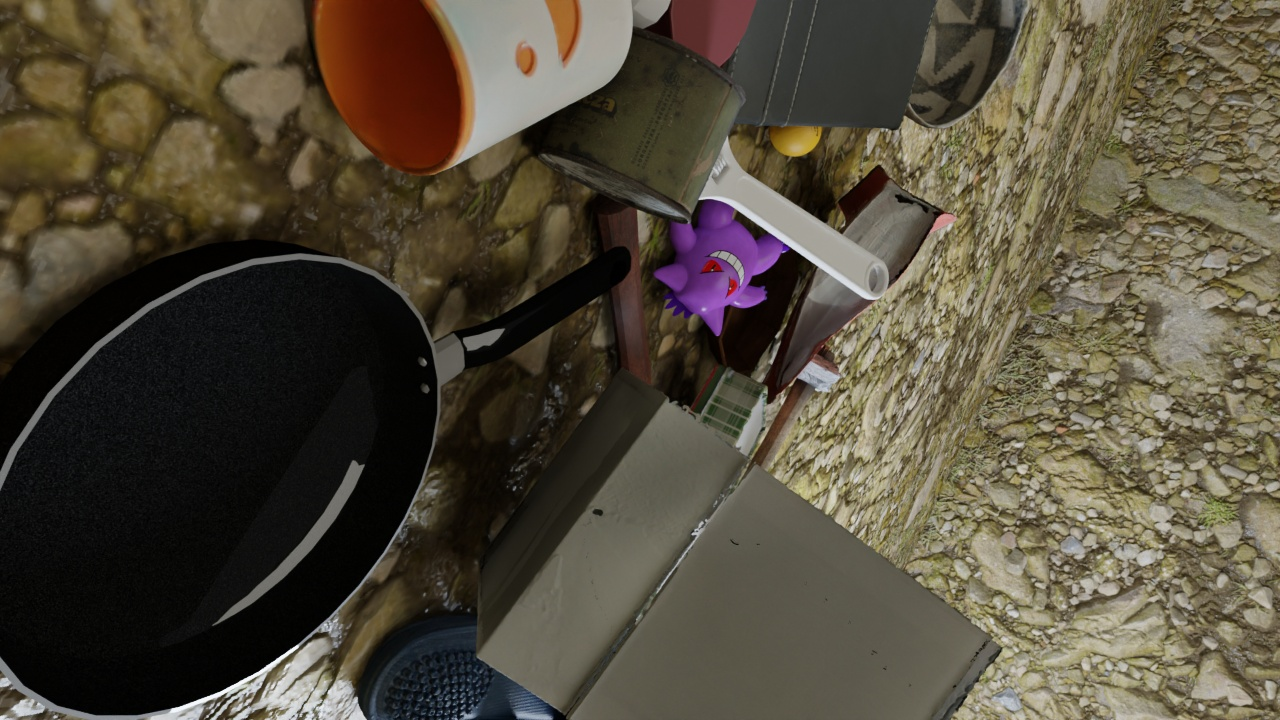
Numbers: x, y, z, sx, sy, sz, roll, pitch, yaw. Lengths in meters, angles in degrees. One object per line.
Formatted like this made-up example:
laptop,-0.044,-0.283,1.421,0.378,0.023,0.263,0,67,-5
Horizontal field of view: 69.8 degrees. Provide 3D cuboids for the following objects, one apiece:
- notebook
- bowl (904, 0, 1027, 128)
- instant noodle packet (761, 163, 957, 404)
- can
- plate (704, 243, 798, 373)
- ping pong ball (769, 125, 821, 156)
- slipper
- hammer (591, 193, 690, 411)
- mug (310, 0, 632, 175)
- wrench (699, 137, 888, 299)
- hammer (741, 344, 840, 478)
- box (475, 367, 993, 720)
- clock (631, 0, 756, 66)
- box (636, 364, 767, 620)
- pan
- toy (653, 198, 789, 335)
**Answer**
notebook,0.139,-0.247,0.647,0.208,0.029,0.170,-12,123,-41
bowl,0.251,-0.299,0.793,0.178,0.081,0.179,-21,128,-30
instant noodle packet,0.171,-0.049,0.835,0.221,0.084,0.164,-57,180,-1
can,0.001,-0.125,0.488,0.089,0.090,0.074,19,96,-63
plate,0.094,-0.050,0.795,0.131,0.025,0.131,-42,146,-38
ping pong ball,0.120,-0.179,0.713,0.040,0.040,0.040,-42,145,-38
slipper,-0.065,0.227,0.631,0.263,0.082,0.101,23,94,-49
hammer,-0.004,0.004,0.663,0.110,0.028,0.301,-46,148,-31
mug,-0.065,-0.132,0.373,0.105,0.082,0.082,-41,145,-40
wrench,0.101,-0.101,0.654,0.273,0.018,0.066,23,81,-40
hammer,0.112,0.125,0.939,0.319,0.049,0.121,-62,177,8
box,0.084,0.170,0.429,0.167,0.513,0.173,-54,142,-1
clock,0.020,-0.212,0.495,0.096,0.048,0.137,-65,153,1
box,0.038,0.112,0.739,0.205,0.050,0.118,-59,164,-15
pan,-0.125,0.014,0.432,0.354,0.044,0.204,-37,143,-42
toy,0.052,-0.071,0.667,0.106,0.056,0.088,41,67,-27
